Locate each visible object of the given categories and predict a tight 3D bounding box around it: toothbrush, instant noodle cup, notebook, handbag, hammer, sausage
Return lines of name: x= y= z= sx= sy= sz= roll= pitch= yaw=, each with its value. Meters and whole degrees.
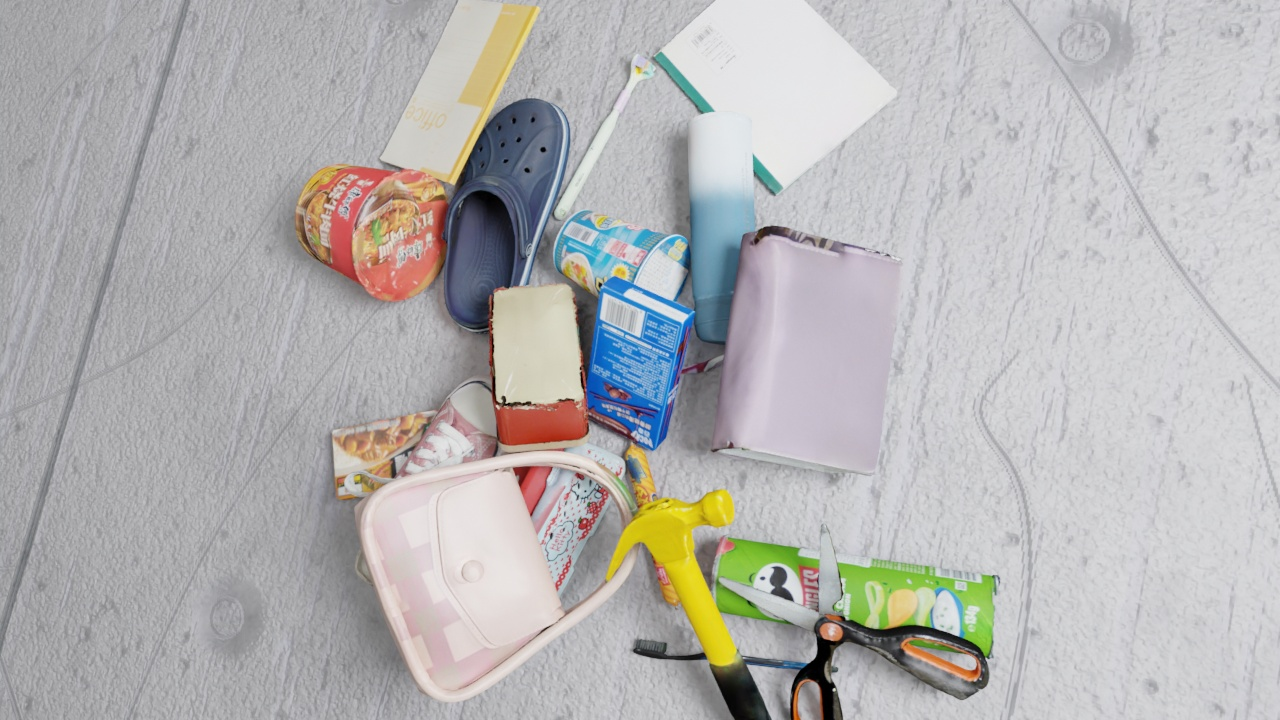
toothbrush: x=0.085 y=0.271 z=0.841 sx=0.190 sy=0.014 sz=0.016 roll=0 pitch=57 yaw=15
instant noodle cup: x=-0.024 y=-0.096 z=0.895 sx=0.110 sy=0.099 sz=0.099 roll=29 pitch=89 yaw=25
notebook: x=0.130 y=-0.287 z=0.920 sx=0.150 sy=0.012 sz=0.209 roll=-40 pitch=72 yaw=8
toothbrush: x=-0.040 y=-0.231 z=0.957 sx=0.189 sy=0.029 sz=0.020 roll=-60 pitch=30 yaw=1
handbag: x=0.140 y=-0.005 z=0.804 sx=0.099 sy=0.144 sz=0.197 roll=-5 pitch=73 yaw=60
hammer: x=0.070 y=0.251 z=0.774 sx=0.129 sy=0.032 sz=0.301 roll=-20 pitch=101 yaw=28
notebook: x=-0.198 y=-0.294 z=0.990 sx=0.146 sy=0.010 sz=0.206 roll=25 pitch=88 yaw=41
toothbrush: x=0.067 y=0.008 z=0.888 sx=0.188 sy=0.016 sz=0.017 roll=-18 pitch=84 yaw=13
sausage: x=0.013 y=0.156 z=0.875 sx=0.021 sy=0.021 sz=0.165 roll=-19 pitch=76 yaw=12
instant noodle cup: x=-0.281 y=-0.140 z=0.958 sx=0.109 sy=0.138 sz=0.138 roll=20 pitch=87 yaw=27
handbag: x=-0.114 y=0.169 z=0.805 sx=0.234 sy=0.093 sz=0.193 roll=-20 pitch=91 yaw=-9

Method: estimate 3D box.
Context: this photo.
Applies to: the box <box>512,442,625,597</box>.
box: x=-0.094 y=0.167 z=0.888 sx=0.100 sy=0.095 sz=0.201 roll=28 pitch=90 yaw=-19

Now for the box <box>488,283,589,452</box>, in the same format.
box: x=-0.094 y=-0.003 z=0.855 sx=0.091 sy=0.078 sz=0.168 roll=-5 pitch=43 yaw=-6

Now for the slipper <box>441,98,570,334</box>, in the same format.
slipper: x=-0.151 y=-0.154 z=0.939 sx=0.105 sy=0.095 sz=0.252 roll=14 pitch=89 yaw=15

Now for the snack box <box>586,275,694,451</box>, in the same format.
snack box: x=-0.005 y=0.005 z=0.854 sx=0.084 sy=0.026 sz=0.157 roll=26 pitch=130 yaw=18

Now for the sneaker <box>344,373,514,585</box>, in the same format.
sneaker: x=-0.202 y=0.118 z=0.881 sx=0.118 sy=0.088 sz=0.241 roll=34 pitch=91 yaw=16

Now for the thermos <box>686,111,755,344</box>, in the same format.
thermos: x=0.080 y=-0.123 z=0.876 sx=0.070 sy=0.070 sz=0.220 roll=-4 pitch=83 yaw=15

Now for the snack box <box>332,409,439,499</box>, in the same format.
snack box: x=-0.247 y=0.097 z=0.957 sx=0.154 sy=0.026 sz=0.075 roll=-11 pitch=78 yaw=14

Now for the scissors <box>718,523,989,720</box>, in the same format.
scissors: x=0.172 y=0.236 z=0.757 sx=0.221 sy=0.021 sz=0.233 roll=6 pitch=116 yaw=16

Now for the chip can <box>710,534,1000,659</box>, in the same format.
chip can: x=0.182 y=0.202 z=0.793 sx=0.236 sy=0.072 sz=0.072 roll=5 pitch=82 yaw=16
